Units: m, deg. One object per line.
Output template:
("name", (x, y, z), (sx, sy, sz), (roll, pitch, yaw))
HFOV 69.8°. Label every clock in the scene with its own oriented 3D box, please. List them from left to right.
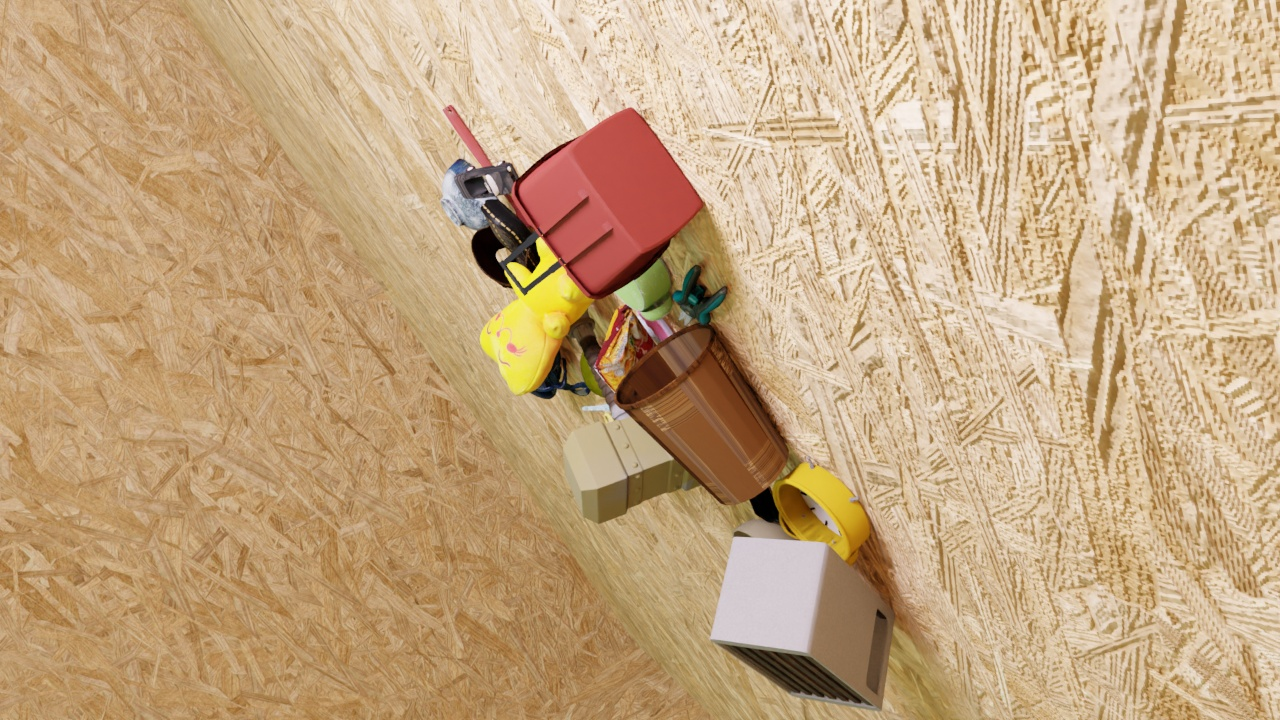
("clock", (-0.006, -0.094, 1.013), (0.094, 0.042, 0.119), (42, 162, 31))
("clock", (0.201, 0.176, 1.027), (0.113, 0.052, 0.152), (41, 156, 31))

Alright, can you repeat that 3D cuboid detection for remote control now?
("remote control", (0.140, 0.153, 1.182), (0.047, 0.022, 0.150), (28, 151, 54))

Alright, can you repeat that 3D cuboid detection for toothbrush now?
("toothbrush", (-0.205, -0.258, 1.236), (0.190, 0.016, 0.016), (56, 168, -16))

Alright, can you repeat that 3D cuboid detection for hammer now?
("hammer", (-0.043, 0.029, 1.210), (0.101, 0.190, 0.324), (92, 156, -56))

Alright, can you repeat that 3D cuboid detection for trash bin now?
("trash bin", (0.190, 0.300, 1.036), (0.115, 0.114, 0.229), (-4, 147, 35))

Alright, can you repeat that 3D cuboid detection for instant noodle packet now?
("instant noodle packet", (-0.006, 0.006, 1.088), (0.040, 0.098, 0.135), (-8, 138, 27))

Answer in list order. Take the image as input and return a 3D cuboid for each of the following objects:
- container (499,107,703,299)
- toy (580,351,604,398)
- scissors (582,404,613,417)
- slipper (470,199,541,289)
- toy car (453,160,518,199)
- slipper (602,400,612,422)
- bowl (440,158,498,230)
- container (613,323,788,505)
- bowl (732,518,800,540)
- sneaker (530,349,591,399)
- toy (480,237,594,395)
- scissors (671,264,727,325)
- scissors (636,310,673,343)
("container", (-0.047, -0.138, 0.881), (0.148, 0.126, 0.201), (53, 154, -7))
("toy", (-0.060, 0.020, 1.380), (0.090, 0.051, 0.110), (54, 166, 1))
("scissors", (-0.011, 0.057, 1.267), (0.133, 0.134, 0.015), (18, 144, -4))
("slipper", (-0.177, -0.132, 1.290), (0.113, 0.075, 0.268), (44, 171, 21))
("toy car", (-0.201, -0.232, 1.197), (0.092, 0.037, 0.040), (-3, 131, 29))
("slipper", (-0.009, 0.110, 1.389), (0.262, 0.079, 0.111), (82, 169, -72))
("bowl", (-0.257, -0.233, 1.348), (0.114, 0.060, 0.114), (45, 161, 20))
("container", (0.074, 0.064, 1.006), (0.167, 0.132, 0.132), (50, 165, -18))
("bowl", (0.194, 0.268, 1.231), (0.152, 0.050, 0.152), (45, 163, 18))
("sneaker", (-0.158, 0.011, 1.531), (0.127, 0.120, 0.295), (61, 168, 11))
("toy", (-0.131, -0.061, 1.192), (0.087, 0.194, 0.134), (7, -145, -47))
("scissors", (0.055, -0.066, 0.948), (0.127, 0.019, 0.142), (26, 157, 44))
("scissors", (0.050, 0.004, 1.130), (0.179, 0.016, 0.103), (48, 163, -2))
